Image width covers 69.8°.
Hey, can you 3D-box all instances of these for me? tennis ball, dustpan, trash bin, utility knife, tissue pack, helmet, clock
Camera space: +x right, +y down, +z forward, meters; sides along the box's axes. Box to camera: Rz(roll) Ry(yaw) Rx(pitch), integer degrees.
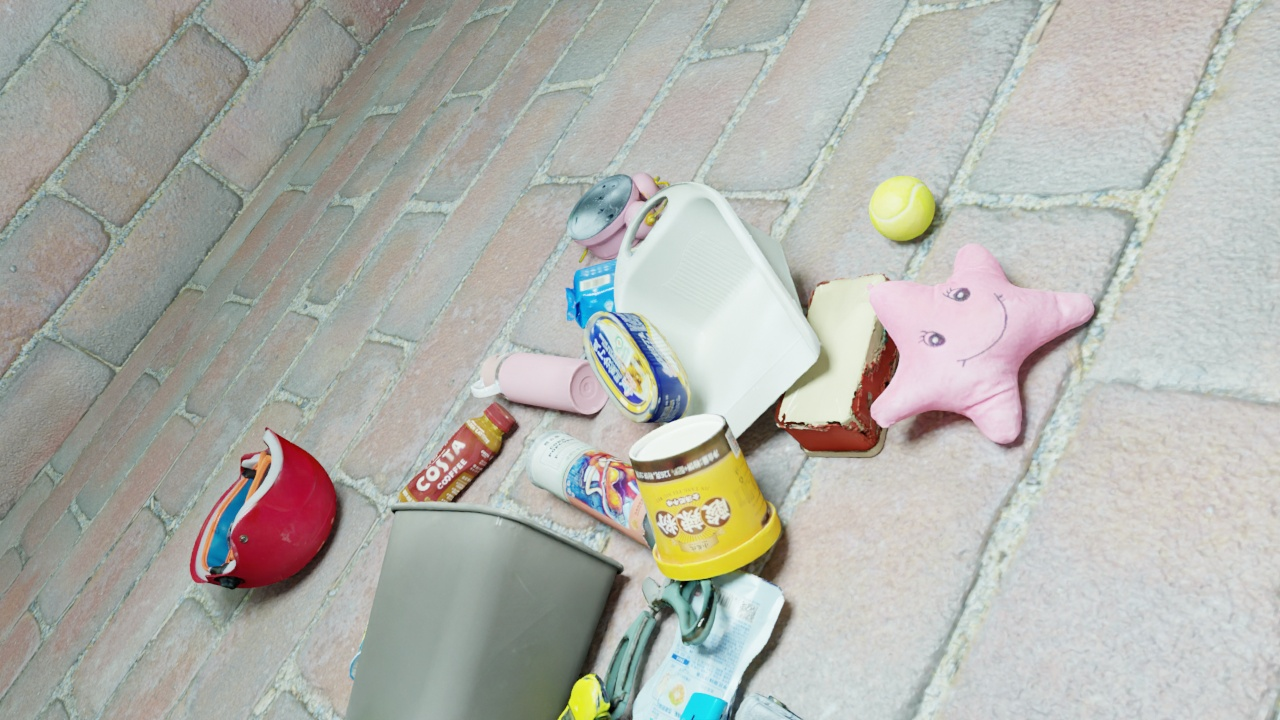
[{"bbox_3d":[0.267,-0.155,0.938,0.066,0.065,0.065,-26,42,26],"label":"tennis ball"},{"bbox_3d":[0.051,-0.052,0.950,0.223,0.142,0.257,-51,23,37],"label":"dustpan"},{"bbox_3d":[-0.158,0.269,0.878,0.199,0.199,0.219,-6,59,43],"label":"trash bin"},{"bbox_3d":[0.017,0.344,0.725,0.034,0.018,0.178,20,80,52],"label":"utility knife"},{"bbox_3d":[-0.017,-0.089,1.136,0.157,0.052,0.094,-16,29,5],"label":"tissue pack"},{"bbox_3d":[-0.524,0.232,1.303,0.241,0.144,0.206,-42,34,30],"label":"helmet"},{"bbox_3d":[-0.026,-0.204,1.274,0.159,0.060,0.117,-23,42,30],"label":"clock"}]

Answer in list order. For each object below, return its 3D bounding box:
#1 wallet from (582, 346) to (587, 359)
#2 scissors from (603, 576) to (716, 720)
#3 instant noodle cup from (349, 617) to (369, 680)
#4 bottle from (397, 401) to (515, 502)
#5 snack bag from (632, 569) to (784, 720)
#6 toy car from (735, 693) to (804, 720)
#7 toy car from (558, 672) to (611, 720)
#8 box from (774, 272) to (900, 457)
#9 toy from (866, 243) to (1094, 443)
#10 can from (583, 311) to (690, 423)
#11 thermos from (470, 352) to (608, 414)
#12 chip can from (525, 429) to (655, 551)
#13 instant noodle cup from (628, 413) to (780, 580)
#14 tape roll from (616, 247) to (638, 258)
[{"bbox_3d":[-0.013,-0.019,1.118,0.115,0.033,0.090,13,65,45],"label":"wallet"},{"bbox_3d":[0.010,0.251,0.824,0.179,0.019,0.170,-60,15,-5],"label":"scissors"},{"bbox_3d":[-0.268,0.303,1.029,0.099,0.099,0.109,-34,32,17],"label":"instant noodle cup"},{"bbox_3d":[-0.232,0.129,1.174,0.175,0.057,0.057,-47,37,0],"label":"bottle"},{"bbox_3d":[0.050,0.270,0.790,0.110,0.039,0.190,10,67,46],"label":"snack bag"},{"bbox_3d":[0.112,0.292,0.713,0.091,0.034,0.043,19,68,49],"label":"toy car"},{"bbox_3d":[-0.056,0.327,0.813,0.048,0.032,0.105,46,121,56],"label":"toy car"},{"bbox_3d":[0.191,-0.001,0.863,0.091,0.077,0.168,-5,54,42],"label":"box"},{"bbox_3d":[0.268,-0.017,0.794,0.178,0.074,0.194,32,78,30],"label":"toy"},{"bbox_3d":[-0.006,0.006,0.970,0.148,0.049,0.075,55,129,36],"label":"can"},{"bbox_3d":[-0.133,0.029,1.152,0.199,0.067,0.087,6,29,45],"label":"thermos"},{"bbox_3d":[-0.035,0.135,0.967,0.215,0.071,0.071,18,71,49],"label":"chip can"},{"bbox_3d":[0.052,0.118,0.824,0.118,0.114,0.118,-20,12,4],"label":"instant noodle cup"},{"bbox_3d":[-0.017,-0.114,1.220,0.086,0.014,0.085,-26,42,26],"label":"tape roll"}]
